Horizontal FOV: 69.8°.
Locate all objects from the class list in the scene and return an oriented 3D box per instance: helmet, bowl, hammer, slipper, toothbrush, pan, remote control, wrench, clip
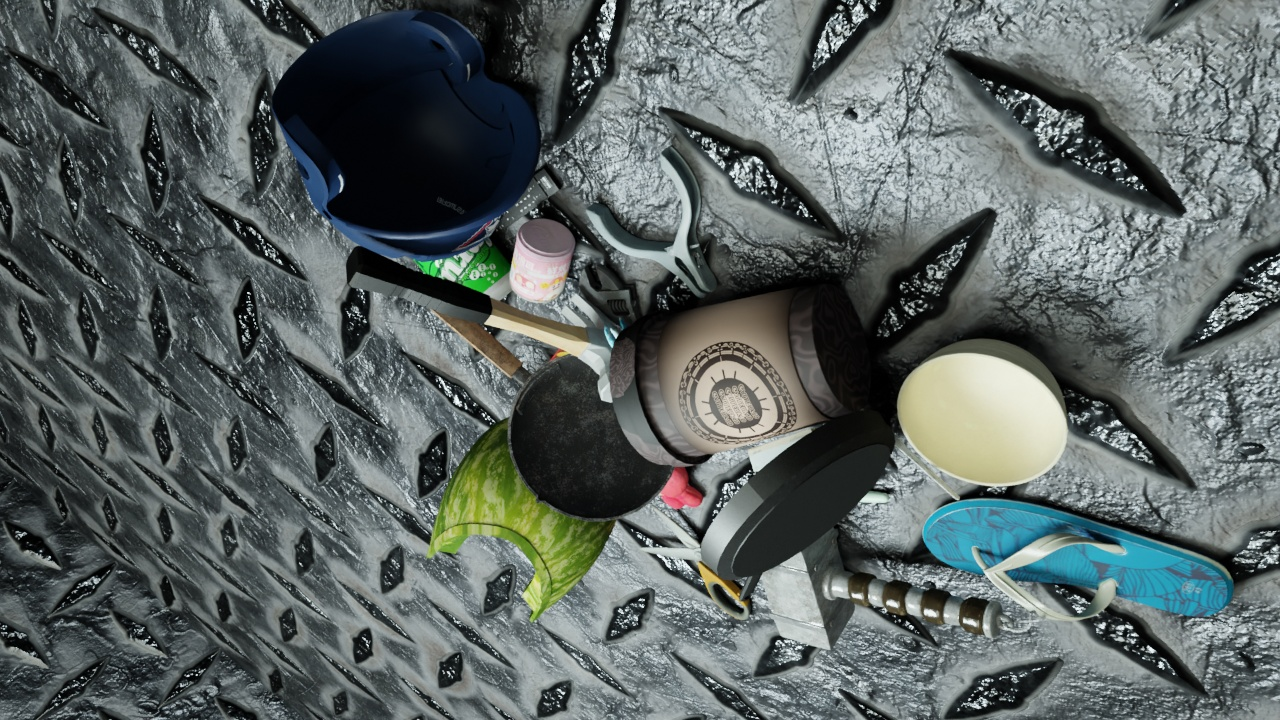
[{"bbox_3d":[-0.223,-0.205,0.954,0.272,0.231,0.223,29,157,33],"label":"helmet"},{"bbox_3d":[0.328,0.037,0.868,0.151,0.075,0.151,18,132,22],"label":"bowl"},{"bbox_3d":[-0.152,-0.050,0.979,0.327,0.131,0.039,19,128,-36],"label":"hammer"},{"bbox_3d":[0.435,0.210,0.943,0.295,0.060,0.118,9,124,30],"label":"slipper"},{"bbox_3d":[0.259,0.078,0.927,0.181,0.010,0.010,50,150,45],"label":"toothbrush"},{"bbox_3d":[-0.134,0.178,1.182,0.213,0.246,0.244,31,132,-2],"label":"helmet"},{"bbox_3d":[0.289,0.271,1.054,0.327,0.079,0.177,4,125,40],"label":"hammer"},{"bbox_3d":[0.219,0.159,1.083,0.155,0.015,0.022,-4,155,38],"label":"toothbrush"},{"bbox_3d":[-0.114,0.040,1.080,0.357,0.207,0.040,40,159,3],"label":"pan"},{"bbox_3d":[-0.144,-0.183,1.073,0.140,0.009,0.030,-24,107,44],"label":"remote control"},{"bbox_3d":[0.018,-0.004,1.097,0.073,0.018,0.273,-24,109,45],"label":"wrench"},{"bbox_3d":[0.018,-0.156,0.971,0.165,0.032,0.166,22,134,21],"label":"clip"},{"bbox_3d":[0.151,0.179,0.952,0.034,0.224,0.357,51,151,29],"label":"pan"}]

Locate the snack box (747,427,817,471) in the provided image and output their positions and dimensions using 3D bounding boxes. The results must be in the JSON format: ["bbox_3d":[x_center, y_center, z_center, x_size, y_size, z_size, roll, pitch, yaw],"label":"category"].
[{"bbox_3d":[0.188,0.089,0.959,0.082,0.149,0.026,-25,75,39],"label":"snack box"}]

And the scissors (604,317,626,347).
[{"bbox_3d":[-0.006,0.007,1.033,0.011,0.134,0.140,-26,74,9],"label":"scissors"}]

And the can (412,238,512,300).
[{"bbox_3d":[-0.221,-0.125,1.118,0.088,0.087,0.140,-29,104,45],"label":"can"}]

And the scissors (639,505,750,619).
[{"bbox_3d":[0.104,0.268,1.243,0.231,0.016,0.225,-28,109,41],"label":"scissors"}]

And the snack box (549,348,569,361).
[{"bbox_3d":[-0.049,0.025,1.162,0.133,0.021,0.090,42,137,0],"label":"snack box"}]

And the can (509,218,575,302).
[{"bbox_3d":[-0.115,-0.116,1.065,0.067,0.067,0.076,31,136,11],"label":"can"}]

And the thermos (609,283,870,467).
[{"bbox_3d":[0.105,0.011,0.947,0.227,0.172,0.173,-15,113,35],"label":"thermos"}]

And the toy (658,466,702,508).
[{"bbox_3d":[0.026,0.148,1.188,0.135,0.045,0.092,44,149,-22],"label":"toy"}]
